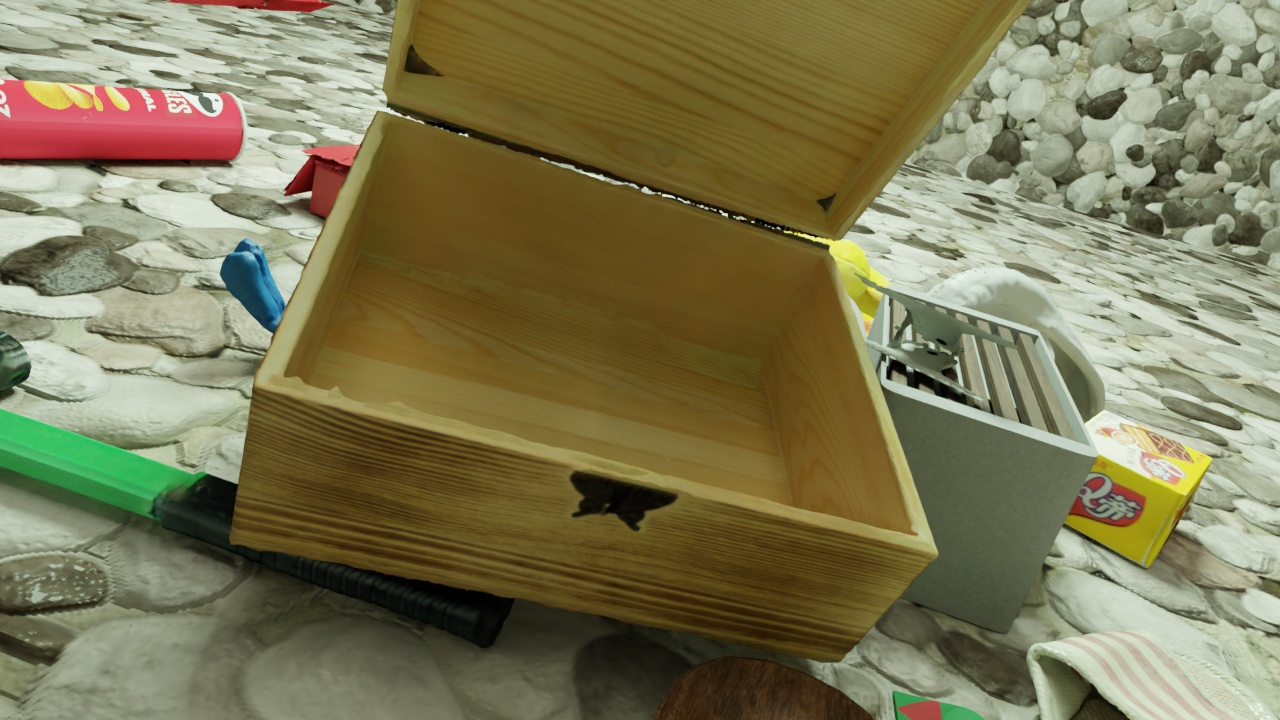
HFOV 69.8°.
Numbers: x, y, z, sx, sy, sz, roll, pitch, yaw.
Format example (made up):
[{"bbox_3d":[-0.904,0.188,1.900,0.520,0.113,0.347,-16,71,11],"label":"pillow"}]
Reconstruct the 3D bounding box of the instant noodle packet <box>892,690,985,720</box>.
[{"bbox_3d":[0.196,0.204,0.242,0.252,0.091,0.195,16,37,-6],"label":"instant noodle packet"}]

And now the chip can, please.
[{"bbox_3d":[-0.490,-0.222,0.857,0.069,0.069,0.220,30,27,32],"label":"chip can"}]

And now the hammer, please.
[{"bbox_3d":[-0.210,0.063,0.416,0.319,0.032,0.130,17,22,5],"label":"hammer"}]

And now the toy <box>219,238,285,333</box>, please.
[{"bbox_3d":[-0.178,-0.019,0.585,0.176,0.071,0.112,17,22,-22],"label":"toy"}]

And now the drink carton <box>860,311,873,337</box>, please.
[{"bbox_3d":[0.191,-0.008,0.810,0.076,0.049,0.125,-1,27,-33],"label":"drink carton"}]

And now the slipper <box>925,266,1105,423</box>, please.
[{"bbox_3d":[0.311,-0.001,0.765,0.246,0.112,0.074,28,21,-37],"label":"slipper"}]

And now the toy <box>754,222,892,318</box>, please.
[{"bbox_3d":[0.193,-0.074,0.922,0.207,0.092,0.134,17,1,-19],"label":"toy"}]

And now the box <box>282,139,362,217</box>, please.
[{"bbox_3d":[-0.237,-0.143,0.946,0.165,0.153,0.213,18,21,13],"label":"box"}]

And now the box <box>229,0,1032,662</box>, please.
[{"bbox_3d":[0.016,-0.097,0.409,0.279,0.335,0.285,14,36,-14],"label":"box"}]

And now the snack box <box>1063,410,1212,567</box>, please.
[{"bbox_3d":[0.351,0.089,0.667,0.084,0.061,0.105,30,27,32],"label":"snack box"}]

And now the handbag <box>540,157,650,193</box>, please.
[{"bbox_3d":[-0.056,-0.124,0.847,0.216,0.096,0.222,12,16,-3],"label":"handbag"}]

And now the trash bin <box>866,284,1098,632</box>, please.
[{"bbox_3d":[0.194,0.047,0.596,0.114,0.115,0.228,19,23,9],"label":"trash bin"}]

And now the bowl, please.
[{"bbox_3d":[0.050,0.163,0.349,0.102,0.026,0.114,20,23,11],"label":"bowl"}]

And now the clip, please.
[{"bbox_3d":[0.161,-0.011,0.526,0.102,0.052,0.057,32,57,34],"label":"clip"}]

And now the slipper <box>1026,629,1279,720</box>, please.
[{"bbox_3d":[0.210,0.173,0.393,0.262,0.052,0.115,-8,33,-43],"label":"slipper"}]

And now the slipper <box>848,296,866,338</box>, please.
[{"bbox_3d":[0.085,0.042,0.614,0.113,0.081,0.265,11,39,7],"label":"slipper"}]
